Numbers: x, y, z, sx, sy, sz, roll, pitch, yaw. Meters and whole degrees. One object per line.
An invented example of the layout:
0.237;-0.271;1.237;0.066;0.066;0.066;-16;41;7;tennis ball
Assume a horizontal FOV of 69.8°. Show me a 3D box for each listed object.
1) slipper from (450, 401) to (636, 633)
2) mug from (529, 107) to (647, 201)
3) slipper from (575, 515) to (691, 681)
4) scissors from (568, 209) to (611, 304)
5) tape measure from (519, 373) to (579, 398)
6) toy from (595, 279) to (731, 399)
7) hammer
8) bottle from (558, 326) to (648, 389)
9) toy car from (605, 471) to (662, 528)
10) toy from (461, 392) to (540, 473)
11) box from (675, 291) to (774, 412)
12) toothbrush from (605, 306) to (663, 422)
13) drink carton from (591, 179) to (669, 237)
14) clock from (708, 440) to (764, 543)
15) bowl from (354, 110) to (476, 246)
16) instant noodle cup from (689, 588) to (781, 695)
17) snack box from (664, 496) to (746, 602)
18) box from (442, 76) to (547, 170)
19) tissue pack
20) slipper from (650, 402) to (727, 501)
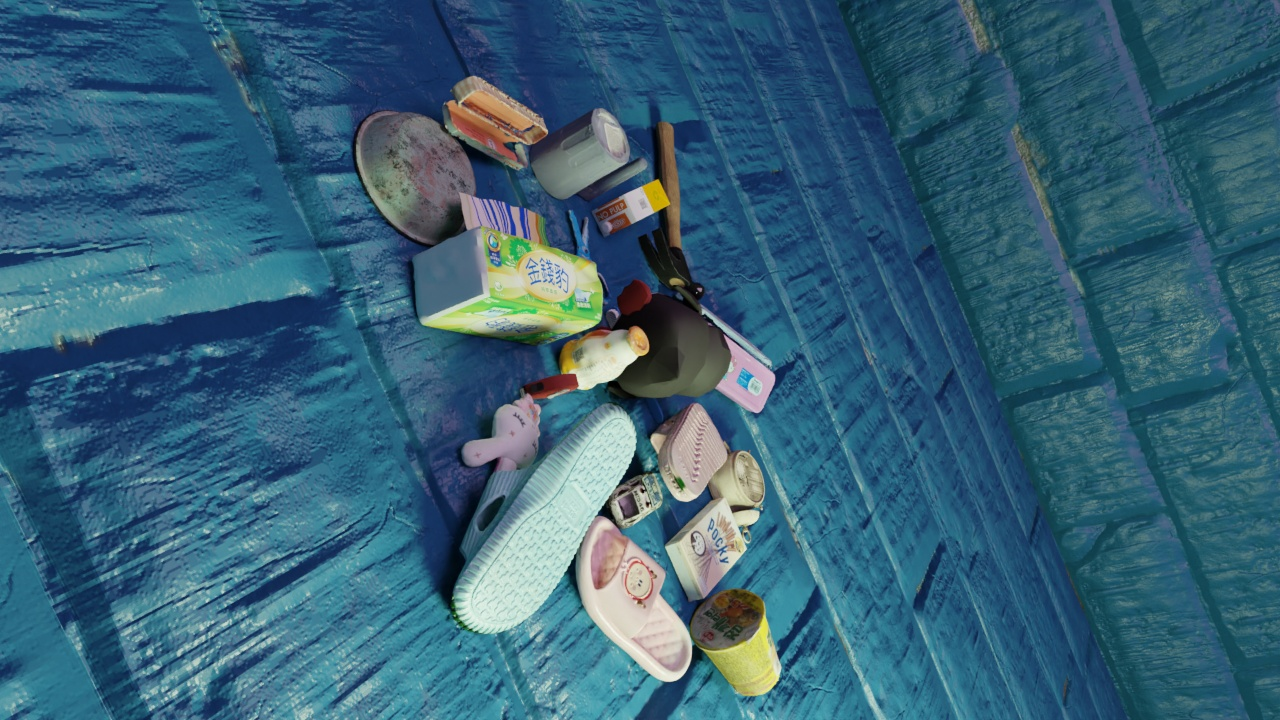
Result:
-0.100;0.150;0.921;0.275;0.070;0.116;-53;131;-28;slipper
-0.066;-0.262;1.205;0.124;0.104;0.083;28;49;-46;mug
-0.004;0.273;1.032;0.221;0.056;0.106;57;36;-20;slipper
-0.068;-0.134;1.217;0.113;0.013;0.140;37;42;-40;scissors
-0.099;0.030;1.033;0.058;0.052;0.019;-1;73;-57;tape measure
0.052;-0.004;1.170;0.183;0.159;0.140;17;22;-51;toy
0.044;-0.251;1.435;0.132;0.040;0.304;32;46;-49;hammer
-0.043;-0.007;1.085;0.063;0.109;0.063;33;46;-43;bottle
-0.002;0.166;1.110;0.112;0.041;0.048;-22;91;-59;toy car
-0.134;0.082;0.961;0.076;0.037;0.125;63;38;-24;toy
0.132;-0.017;1.409;0.214;0.062;0.139;33;43;-43;box
-0.007;0.007;1.220;0.014;0.016;0.166;-29;97;-56;toothbrush
-0.014;-0.216;1.300;0.040;0.059;0.122;64;32;-8;drink carton
0.144;0.189;1.306;0.093;0.055;0.140;23;51;-49;clock
-0.230;-0.202;0.982;0.157;0.039;0.157;33;46;-43;bowl
0.127;0.359;1.151;0.108;0.102;0.102;63;31;-26;instant noodle cup
0.089;0.247;1.216;0.149;0.026;0.082;-29;97;-57;snack box
-0.164;-0.275;1.071;0.187;0.055;0.076;4;101;-70;box
-0.142;-0.105;0.992;0.197;0.120;0.141;15;62;-60;tissue pack
0.053;0.123;1.200;0.094;0.064;0.238;62;19;-4;slipper
